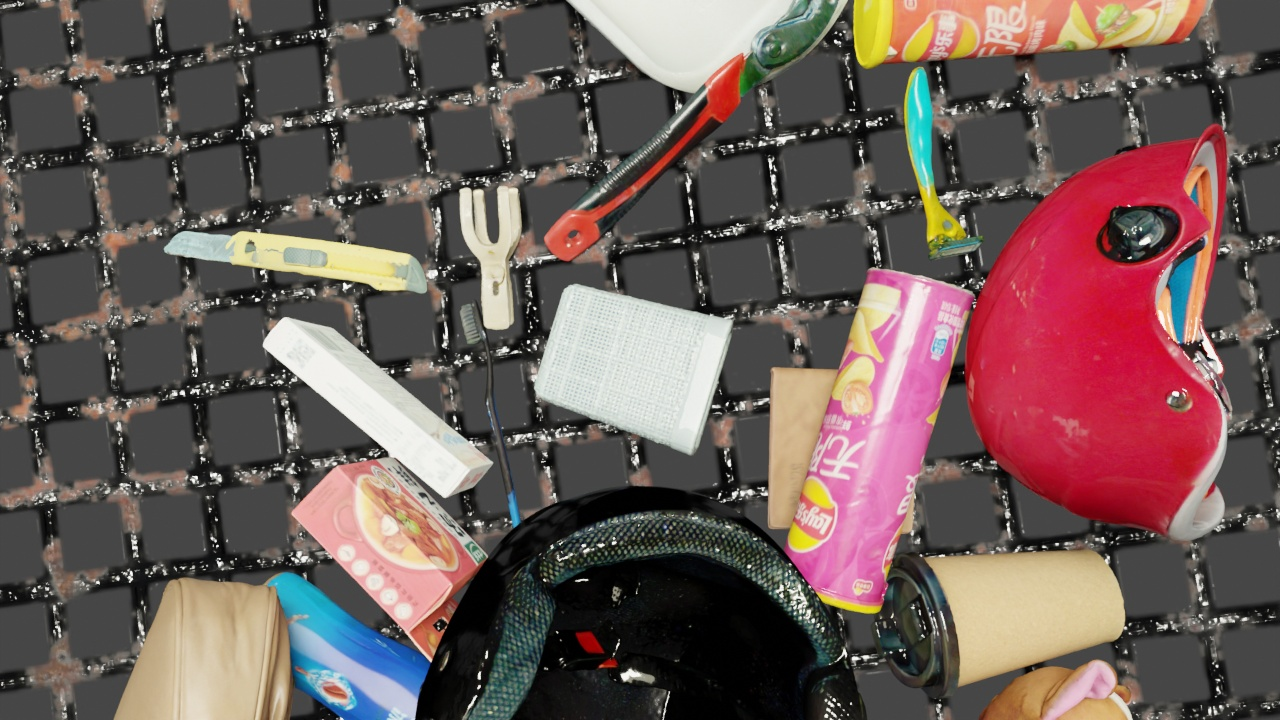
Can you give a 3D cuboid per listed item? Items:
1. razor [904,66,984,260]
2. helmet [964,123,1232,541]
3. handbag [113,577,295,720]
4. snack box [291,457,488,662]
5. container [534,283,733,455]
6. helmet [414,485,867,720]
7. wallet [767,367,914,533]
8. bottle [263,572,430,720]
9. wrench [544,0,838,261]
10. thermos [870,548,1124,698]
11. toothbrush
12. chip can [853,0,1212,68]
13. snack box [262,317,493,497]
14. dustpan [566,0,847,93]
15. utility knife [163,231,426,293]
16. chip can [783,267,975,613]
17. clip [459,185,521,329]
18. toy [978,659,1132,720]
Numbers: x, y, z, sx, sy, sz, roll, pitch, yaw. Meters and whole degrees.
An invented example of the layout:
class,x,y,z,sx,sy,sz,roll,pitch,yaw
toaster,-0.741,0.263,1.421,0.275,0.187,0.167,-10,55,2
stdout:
class,x,y,z,sx,sy,sz,roll,pitch,yaw
razor,0.202,-0.137,0.637,0.043,0.028,0.132,-13,90,-21
helmet,0.277,-0.018,0.558,0.144,0.207,0.239,1,71,34
handbag,-0.260,0.230,0.543,0.099,0.147,0.205,12,126,-30
snack box,-0.151,0.124,0.604,0.044,0.113,0.127,-45,87,-1
container,-0.004,0.004,0.614,0.111,0.090,0.090,17,88,6
helmet,-0.009,0.203,0.538,0.233,0.230,0.275,22,99,-8
wallet,0.140,0.063,0.639,0.101,0.020,0.115,1,90,4
bottle,-0.171,0.225,0.624,0.219,0.065,0.065,30,89,4
wrench,0.036,-0.168,0.630,0.274,0.056,0.016,-45,42,11
thermos,0.231,0.164,0.599,0.143,0.093,0.093,-8,87,-6
toothbrush,-0.104,0.050,0.654,0.016,0.014,0.189,-12,88,3
chip can,0.256,-0.240,0.613,0.216,0.073,0.073,-5,87,1
snack box,-0.174,0.031,0.622,0.157,0.084,0.027,40,89,4
dustpan,0.035,-0.295,0.566,0.223,0.257,0.142,-47,66,8
utility knife,-0.250,-0.074,0.668,0.196,0.020,0.031,7,82,8
chip can,0.150,0.050,0.592,0.071,0.071,0.210,16,93,3
clip,-0.102,-0.081,0.655,0.035,0.092,0.103,-4,123,1
toy,0.242,0.277,0.576,0.130,0.140,0.199,34,85,31
